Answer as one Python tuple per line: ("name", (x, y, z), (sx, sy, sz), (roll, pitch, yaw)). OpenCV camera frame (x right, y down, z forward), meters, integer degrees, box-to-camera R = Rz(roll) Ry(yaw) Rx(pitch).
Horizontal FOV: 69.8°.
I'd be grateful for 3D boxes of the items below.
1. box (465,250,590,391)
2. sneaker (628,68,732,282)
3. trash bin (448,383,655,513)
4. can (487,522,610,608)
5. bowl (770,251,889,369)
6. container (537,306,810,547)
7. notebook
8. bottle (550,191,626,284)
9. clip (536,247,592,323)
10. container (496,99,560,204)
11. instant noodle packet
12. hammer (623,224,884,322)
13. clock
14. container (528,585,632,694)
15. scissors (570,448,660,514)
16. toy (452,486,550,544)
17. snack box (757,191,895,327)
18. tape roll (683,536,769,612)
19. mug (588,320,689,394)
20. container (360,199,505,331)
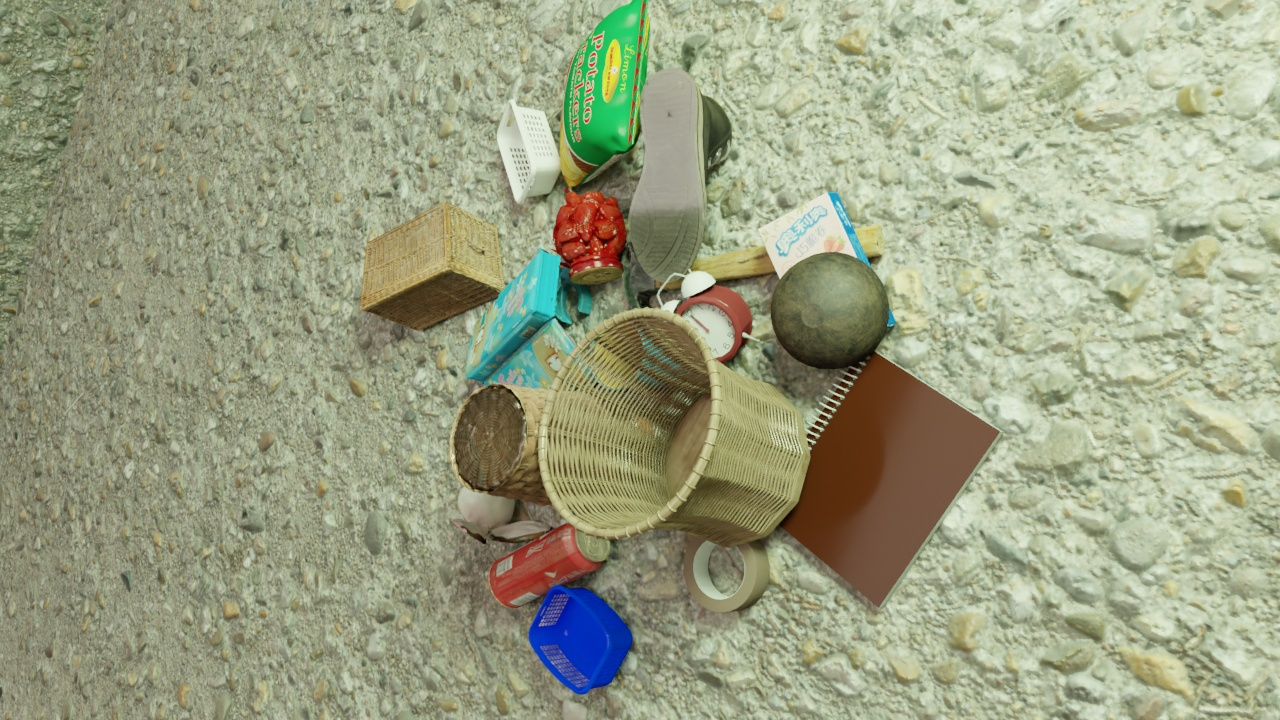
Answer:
("box", (-0.157, -0.016, 1.193), (0.228, 0.073, 0.180), (-37, 65, 50))
("sneaker", (0.050, -0.209, 1.076), (0.095, 0.119, 0.235), (-1, 93, 25))
("trash bin", (-0.104, 0.096, 1.058), (0.152, 0.210, 0.151), (-11, 71, 36))
("can", (-0.115, 0.251, 1.136), (0.171, 0.067, 0.067), (-33, 63, 33))
("bowl", (0.183, -0.048, 0.925), (0.121, 0.056, 0.121), (5, 100, 29))
("container", (0.042, 0.085, 0.944), (0.227, 0.196, 0.226), (-17, 63, 36))
("notebook", (0.233, 0.112, 0.933), (0.171, 0.022, 0.209), (38, 105, 34))
("bottle", (-0.068, -0.157, 1.174), (0.099, 0.098, 0.111), (-15, 79, 34))
("clip", (-0.087, -0.115, 1.218), (0.113, 0.028, 0.126), (-18, 70, 36))
("container", (-0.153, -0.288, 1.268), (0.081, 0.049, 0.129), (-53, 50, 53))
("instant noodle packet", (-0.047, -0.330, 1.159), (0.253, 0.090, 0.195), (170, 107, -67))
("hammer", (0.118, -0.109, 1.057), (0.331, 0.033, 0.132), (-7, 76, 36))
("clock", (0.073, -0.046, 1.040), (0.124, 0.044, 0.087), (41, 123, 4))
("container", (-0.069, 0.331, 1.097), (0.114, 0.058, 0.096), (34, 102, 36))
("scissors", (-0.034, 0.161, 1.133), (0.176, 0.033, 0.072), (-39, 57, 29))
("toy", (-0.212, 0.163, 1.220), (0.106, 0.131, 0.205), (-46, 50, 40))
("snack box", (0.195, -0.090, 0.965), (0.088, 0.033, 0.154), (-26, 85, 30))
("tape roll", (0.094, 0.228, 1.010), (0.094, 0.030, 0.093), (-8, 77, 36))
("mug", (-0.006, 0.006, 1.082), (0.112, 0.104, 0.084), (-31, 64, 32))
("container", (-0.301, -0.134, 1.327), (0.199, 0.113, 0.112), (-18, 66, 32))
